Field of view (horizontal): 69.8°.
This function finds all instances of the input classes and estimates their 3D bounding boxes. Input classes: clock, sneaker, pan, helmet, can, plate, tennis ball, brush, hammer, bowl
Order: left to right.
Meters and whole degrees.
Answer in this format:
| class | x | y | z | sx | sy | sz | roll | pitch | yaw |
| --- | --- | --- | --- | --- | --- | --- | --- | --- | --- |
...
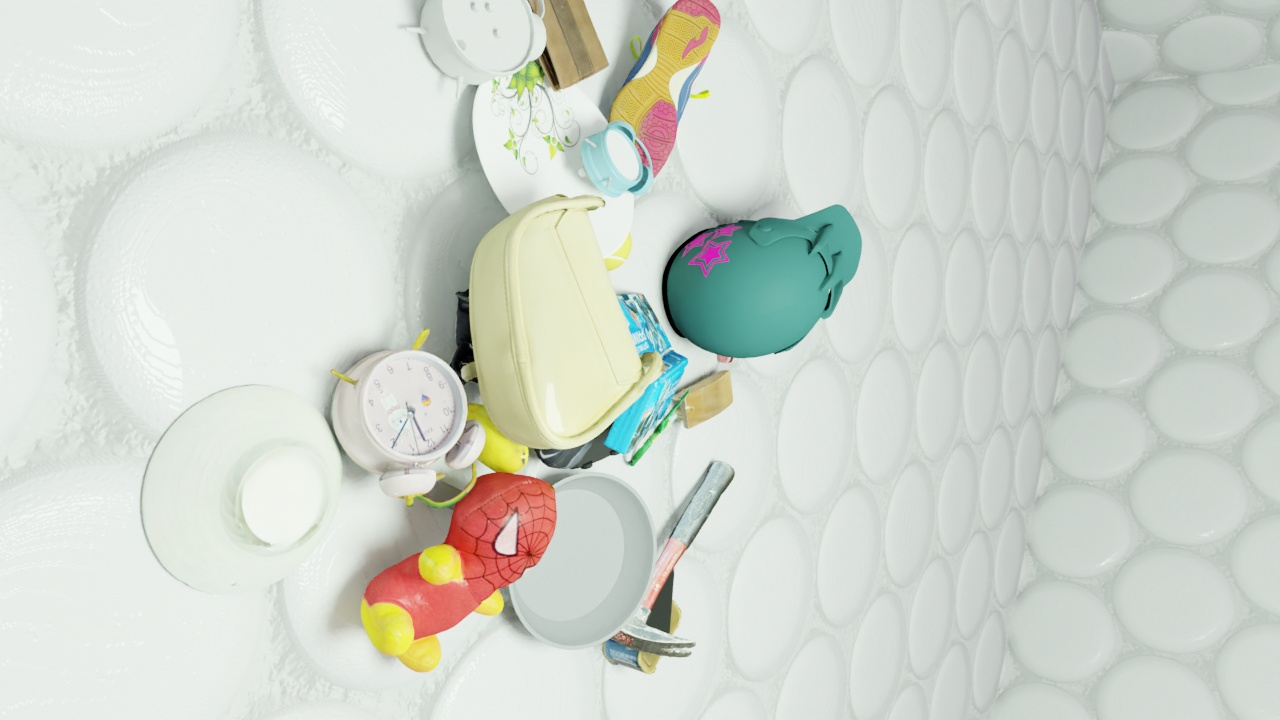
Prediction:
| class | x | y | z | sx | sy | sz | roll | pitch | yaw |
| --- | --- | --- | --- | --- | --- | --- | --- | --- | --- |
| bowl | -0.308 | 0.110 | 0.757 | 0.176 | 0.058 | 0.177 | -7 | 99 | -52 |
| clock | -0.207 | 0.061 | 0.840 | 0.116 | 0.059 | 0.158 | -31 | 98 | -38 |
| clock | -0.147 | -0.337 | 0.898 | 0.120 | 0.061 | 0.158 | 53 | 55 | -26 |
| sneaker | -0.129 | 0.017 | 0.951 | 0.150 | 0.097 | 0.253 | -27 | 114 | -41 |
| pan | -0.122 | 0.191 | 1.006 | 0.356 | 0.051 | 0.200 | 33 | 72 | -33 |
| plate | -0.096 | -0.210 | 0.989 | 0.229 | 0.030 | 0.229 | 23 | 57 | -42 |
| tennis ball | -0.042 | -0.136 | 1.060 | 0.065 | 0.065 | 0.065 | -7 | 99 | -51 |
| clock | -0.023 | -0.224 | 1.029 | 0.122 | 0.042 | 0.087 | -30 | 97 | -56 |
| can | 0.004 | 0.348 | 1.174 | 0.099 | 0.059 | 0.054 | -55 | 133 | -31 |
| sneaker | 0.025 | -0.318 | 1.112 | 0.116 | 0.091 | 0.242 | 24 | 97 | -17 |
| hammer | 0.057 | 0.247 | 1.205 | 0.325 | 0.140 | 0.036 | -51 | 163 | -45 |
| brush | 0.087 | 0.052 | 1.264 | 0.116 | 0.039 | 0.049 | -25 | 112 | -47 |
| helmet | 0.172 | -0.110 | 1.224 | 0.273 | 0.201 | 0.176 | -39 | 123 | -43 |

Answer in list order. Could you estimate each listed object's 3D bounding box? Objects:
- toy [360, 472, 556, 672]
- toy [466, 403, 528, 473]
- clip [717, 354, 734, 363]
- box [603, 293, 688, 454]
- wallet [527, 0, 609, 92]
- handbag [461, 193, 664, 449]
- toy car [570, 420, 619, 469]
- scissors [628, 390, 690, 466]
| class | x | y | z | sx | sy | sz | roll | pitch | yaw |
| --- | --- | --- | --- | --- | --- | --- | --- | --- | --- |
| toy | -0.167 | 0.191 | 0.876 | 0.216 | 0.099 | 0.148 | -46 | 162 | -18 |
| toy | -0.153 | 0.079 | 0.922 | 0.041 | 0.094 | 0.096 | -52 | 154 | -30 |
| clip | 0.125 | -0.026 | 1.322 | 0.044 | 0.023 | 0.060 | -33 | 113 | -43 |
| box | 0.012 | 0.005 | 1.062 | 0.243 | 0.070 | 0.171 | -31 | 119 | -78 |
| wallet | -0.086 | -0.365 | 1.006 | 0.098 | 0.027 | 0.121 | -46 | 119 | -43 |
| handbag | -0.080 | -0.039 | 0.880 | 0.190 | 0.089 | 0.233 | -22 | 95 | -39 |
| toy car | -0.058 | 0.098 | 1.090 | 0.091 | 0.036 | 0.042 | -22 | 109 | -38 |
| scissors | 0.028 | 0.085 | 1.168 | 0.126 | 0.011 | 0.130 | -52 | 174 | 16 |
